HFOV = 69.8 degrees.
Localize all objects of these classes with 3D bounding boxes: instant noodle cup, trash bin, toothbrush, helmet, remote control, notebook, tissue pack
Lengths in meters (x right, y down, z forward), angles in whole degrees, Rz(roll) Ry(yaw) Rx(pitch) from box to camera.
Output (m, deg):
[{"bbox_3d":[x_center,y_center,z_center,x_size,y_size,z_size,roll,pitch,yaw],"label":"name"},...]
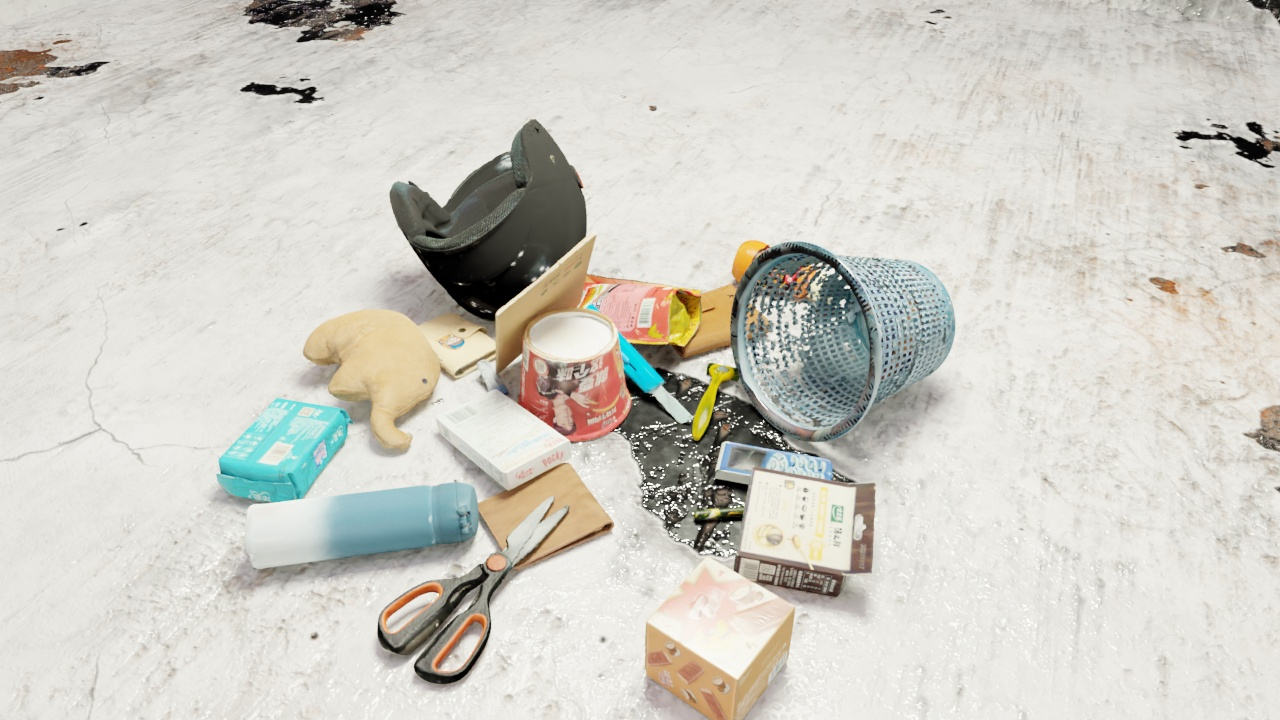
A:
[{"bbox_3d":[-0.080,0.012,1.074,0.138,0.109,0.137,0,38,0],"label":"instant noodle cup"},{"bbox_3d":[0.251,-0.034,1.073,0.194,0.227,0.226,-11,37,-35],"label":"trash bin"},{"bbox_3d":[0.148,0.158,0.963,0.186,0.012,0.017,-4,48,-5],"label":"toothbrush"},{"bbox_3d":[-0.185,-0.186,1.239,0.234,0.230,0.274,-17,27,18],"label":"helmet"},{"bbox_3d":[0.145,0.120,1.002,0.125,0.024,0.048,10,38,11],"label":"remote control"},{"bbox_3d":[-0.116,-0.062,1.081,0.147,0.208,0.008,-42,83,-18],"label":"notebook"},{"bbox_3d":[-0.389,0.096,1.010,0.093,0.050,0.133,8,38,13],"label":"tissue pack"}]

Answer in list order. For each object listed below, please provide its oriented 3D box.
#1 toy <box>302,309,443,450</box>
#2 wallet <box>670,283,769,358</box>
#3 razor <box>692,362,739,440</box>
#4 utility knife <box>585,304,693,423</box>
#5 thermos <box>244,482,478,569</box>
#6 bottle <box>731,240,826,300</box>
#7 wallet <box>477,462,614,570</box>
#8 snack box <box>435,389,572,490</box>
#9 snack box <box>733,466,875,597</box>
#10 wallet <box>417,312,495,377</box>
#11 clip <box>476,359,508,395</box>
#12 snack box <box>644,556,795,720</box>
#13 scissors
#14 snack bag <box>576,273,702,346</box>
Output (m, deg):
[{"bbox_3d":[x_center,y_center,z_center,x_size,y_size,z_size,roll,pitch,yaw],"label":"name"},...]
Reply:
[{"bbox_3d":[-0.307,0.014,1.102,0.143,0.083,0.226,-25,48,-25],"label":"toy"},{"bbox_3d":[0.091,-0.054,1.227,0.131,0.031,0.107,-16,42,-21],"label":"wallet"},{"bbox_3d":[0.084,0.047,1.099,0.043,0.028,0.132,15,41,13],"label":"razor"},{"bbox_3d":[-0.007,0.007,1.118,0.203,0.034,0.018,45,14,24],"label":"utility knife"},{"bbox_3d":[-0.273,0.162,0.915,0.220,0.070,0.070,-6,38,-9],"label":"thermos"},{"bbox_3d":[0.206,-0.120,1.293,0.149,0.067,0.066,21,41,15],"label":"bottle"},{"bbox_3d":[-0.100,0.161,0.954,0.115,0.020,0.101,-21,43,-21],"label":"wallet"},{"bbox_3d":[-0.155,0.085,1.027,0.084,0.027,0.157,-26,36,-31],"label":"snack box"},{"bbox_3d":[0.163,0.167,0.907,0.126,0.053,0.113,10,46,8],"label":"snack box"},{"bbox_3d":[-0.241,-0.025,1.193,0.087,0.024,0.115,-30,45,-35],"label":"wallet"},{"bbox_3d":[-0.184,0.025,1.131,0.024,0.026,0.056,-22,52,-20],"label":"clip"},{"bbox_3d":[0.068,0.243,0.796,0.094,0.077,0.092,25,44,29],"label":"snack box"},{"bbox_3d":[-0.136,0.216,0.874,0.233,0.022,0.161,-20,48,-24],"label":"scissors"},{"bbox_3d":[-0.030,-0.065,1.198,0.208,0.073,0.128,6,47,32],"label":"snack bag"}]
